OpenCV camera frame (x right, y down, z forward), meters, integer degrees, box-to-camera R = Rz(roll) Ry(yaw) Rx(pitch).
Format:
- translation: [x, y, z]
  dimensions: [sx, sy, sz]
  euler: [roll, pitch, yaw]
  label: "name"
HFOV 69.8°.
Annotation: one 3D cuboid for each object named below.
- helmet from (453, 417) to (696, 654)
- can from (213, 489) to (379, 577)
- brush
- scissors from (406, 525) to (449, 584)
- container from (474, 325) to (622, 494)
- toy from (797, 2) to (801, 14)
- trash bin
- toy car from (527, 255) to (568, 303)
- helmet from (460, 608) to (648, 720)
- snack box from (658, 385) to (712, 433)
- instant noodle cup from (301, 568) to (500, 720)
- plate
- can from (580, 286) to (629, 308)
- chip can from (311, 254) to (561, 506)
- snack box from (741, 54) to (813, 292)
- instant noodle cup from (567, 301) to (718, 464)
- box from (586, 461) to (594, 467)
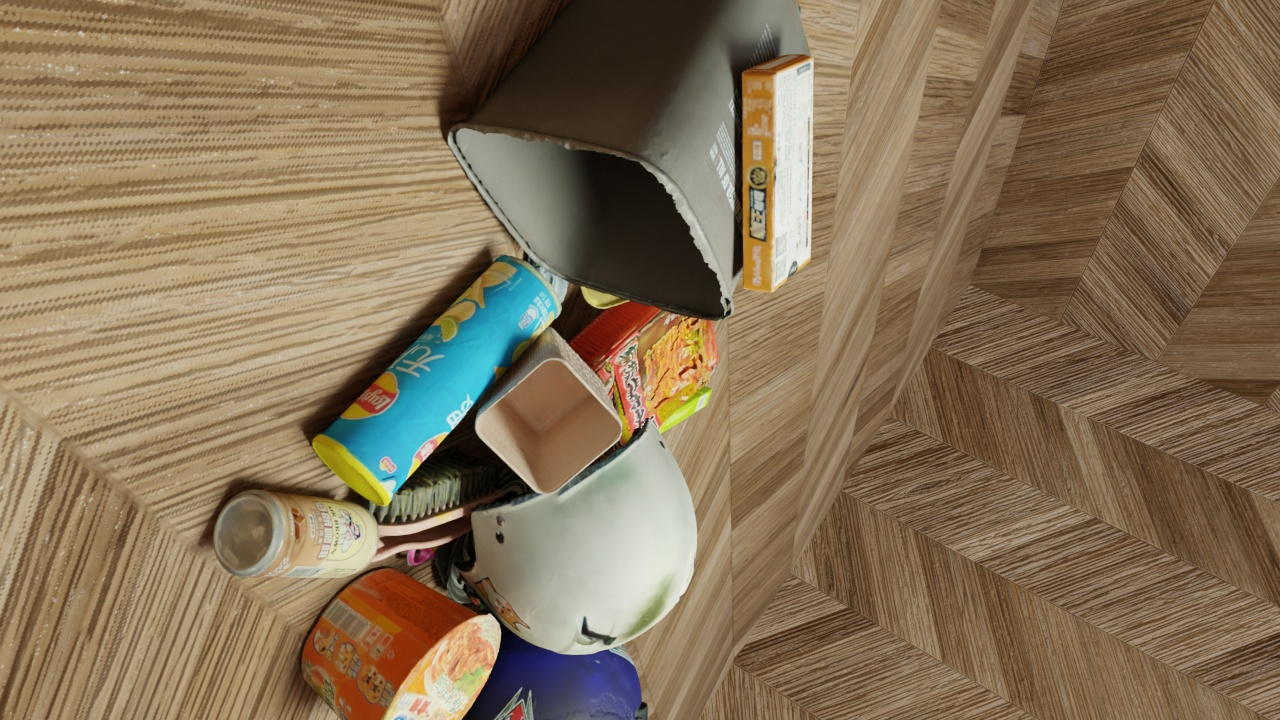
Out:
- translation: [-0.041, 0.188, 0.856]
  dimensions: [0.229, 0.157, 0.275]
  euler: [-24, 159, -26]
  label: "helmet"
- translation: [-0.244, 0.126, 0.658]
  dimensions: [0.058, 0.058, 0.116]
  euler: [-61, 158, -2]
  label: "can"
- translation: [-0.183, 0.125, 0.780]
  dimensions: [0.145, 0.063, 0.073]
  euler: [-14, 118, -60]
  label: "brush"
- translation: [-0.191, 0.179, 0.892]
  dimensions: [0.137, 0.017, 0.073]
  euler: [79, 34, -63]
  label: "scissors"
- translation: [-0.077, 0.035, 0.759]
  dimensions: [0.090, 0.090, 0.111]
  euler: [-40, -161, 6]
  label: "container"
- translation: [0.067, -0.233, 0.869]
  dimensions: [0.355, 0.091, 0.138]
  euler: [-53, 145, -14]
  label: "toy"
- translation: [0.014, -0.179, 0.691]
  dimensions: [0.219, 0.199, 0.199]
  euler: [-61, 149, -18]
  label: "trash bin"
- translation: [-0.079, -0.088, 0.803]
  dimensions: [0.042, 0.034, 0.091]
  euler: [-26, 136, -51]
  label: "toy car"
- translation: [-0.117, 0.393, 1.004]
  dimensions: [0.316, 0.247, 0.239]
  euler: [97, 7, -53]
  label: "helmet"
- translation: [0.012, 0.045, 1.077]
  dimensions: [0.156, 0.086, 0.026]
  euler: [-24, 138, -55]
  label: "snack box"
- translation: [-0.213, 0.262, 0.806]
  dimensions: [0.151, 0.111, 0.152]
  euler: [-47, 153, -33]
  label: "instant noodle cup"
- translation: [-0.146, 0.167, 0.952]
  dimensions: [0.179, 0.024, 0.180]
  euler: [-48, 155, -32]
  label: "plate"
- translation: [-0.006, -0.092, 0.838]
  dimensions: [0.083, 0.102, 0.057]
  euler: [-95, 167, -76]
  label: "can"
- translation: [-0.151, 0.011, 0.708]
  dimensions: [0.209, 0.071, 0.071]
  euler: [-50, 155, -26]
  label: "chip can"
- translation: [0.098, -0.132, 0.650]
  dimensions: [0.075, 0.026, 0.154]
  euler: [-39, 132, -51]
  label: "snack box"
- translation: [-0.006, 0.005, 0.921]
  dimensions: [0.188, 0.079, 0.165]
  euler: [-42, 147, -20]
  label: "instant noodle cup"
- translation: [-0.038, 0.119, 1.052]
  dimensions: [0.061, 0.090, 0.184]
  euler: [-58, 159, -14]
  label: "box"
